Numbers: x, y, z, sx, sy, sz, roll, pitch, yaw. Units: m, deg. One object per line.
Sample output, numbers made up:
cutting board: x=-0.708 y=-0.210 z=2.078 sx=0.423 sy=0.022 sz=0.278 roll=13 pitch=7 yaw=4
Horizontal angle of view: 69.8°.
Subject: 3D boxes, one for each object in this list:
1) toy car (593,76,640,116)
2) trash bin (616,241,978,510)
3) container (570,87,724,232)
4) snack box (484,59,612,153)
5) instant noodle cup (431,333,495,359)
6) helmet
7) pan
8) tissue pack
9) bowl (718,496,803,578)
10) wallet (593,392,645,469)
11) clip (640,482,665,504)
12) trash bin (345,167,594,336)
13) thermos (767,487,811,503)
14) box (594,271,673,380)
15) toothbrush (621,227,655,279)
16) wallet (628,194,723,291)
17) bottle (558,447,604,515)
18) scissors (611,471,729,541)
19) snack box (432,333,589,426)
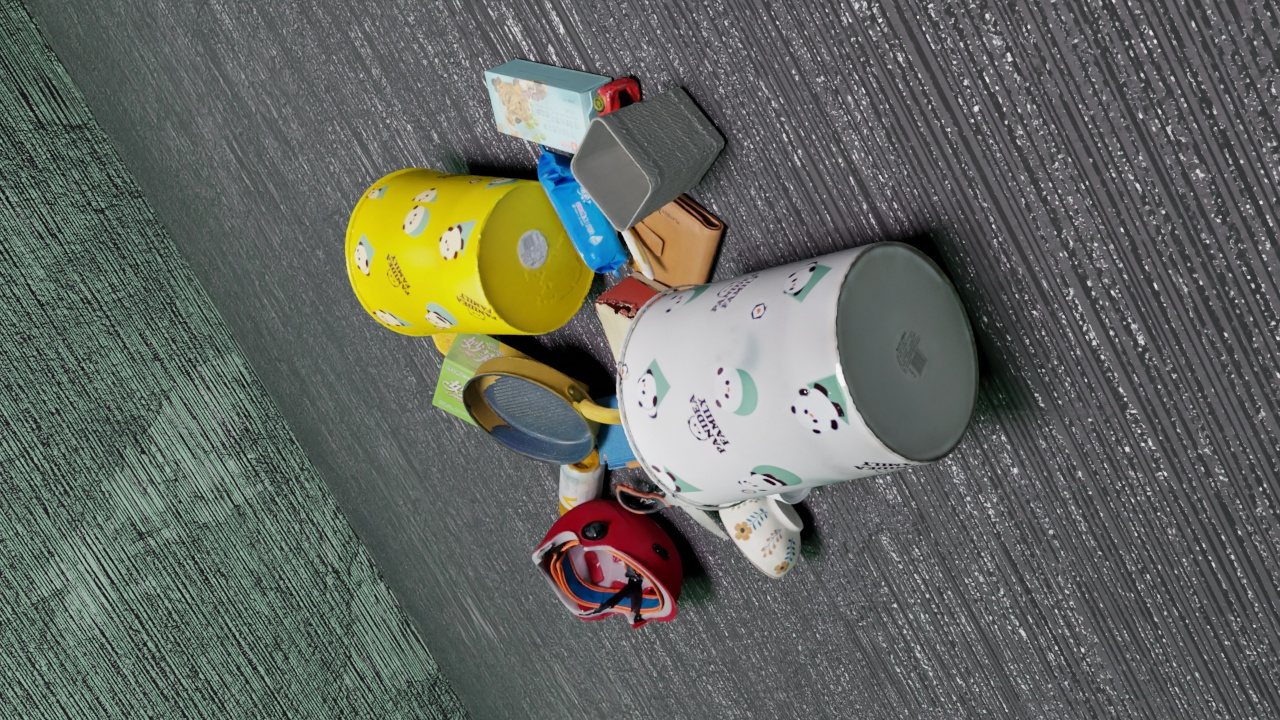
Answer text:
toy car: x=-0.019 y=-0.242 z=0.965 sx=0.031 sy=0.049 sz=0.106 roll=32 pitch=140 yaw=37
trash bin: x=0.141 y=0.013 z=0.827 sx=0.253 sy=0.228 sz=0.229 roll=-17 pitch=104 yaw=52
container: x=0.010 y=-0.200 z=0.900 sx=0.090 sy=0.114 sz=0.090 roll=52 pitch=148 yaw=7
snack box: x=-0.100 y=-0.285 z=1.031 sx=0.175 sy=0.051 sz=0.074 roll=26 pitch=137 yaw=40
instant noodle cup: x=-0.278 y=-0.061 z=1.422 sx=0.118 sy=0.118 sz=0.115 roll=38 pitch=152 yaw=27
helmet: x=-0.031 y=0.291 z=1.378 sx=0.241 sy=0.143 sz=0.207 roll=-3 pitch=131 yaw=34
pan: x=-0.098 y=0.069 z=1.209 sx=0.358 sy=0.078 sz=0.197 roll=-15 pitch=130 yaw=42
tissue pack: x=-0.067 y=-0.172 z=1.052 sx=0.157 sy=0.052 sz=0.095 roll=62 pitch=178 yaw=-29
bowl: x=0.153 y=0.196 z=1.095 sx=0.062 sy=0.113 sz=0.113 roll=-44 pitch=79 yaw=16
wallet: x=-0.016 y=0.094 z=1.256 sx=0.133 sy=0.040 sz=0.106 roll=-20 pitch=81 yaw=55
clip: x=0.015 y=0.198 z=1.339 sx=0.045 sy=0.027 sz=0.058 roll=46 pitch=148 yaw=2
trash bin: x=-0.210 y=-0.133 z=1.172 sx=0.256 sy=0.228 sz=0.230 roll=9 pitch=126 yaw=44
thermos: x=0.104 y=0.120 z=1.107 sx=0.225 sy=0.073 sz=0.073 roll=8 pitch=124 yaw=51
box: x=0.007 y=-0.009 z=1.081 sx=0.091 sy=0.080 sz=0.168 roll=32 pitch=151 yaw=41
toothbrush: x=-0.026 y=-0.173 z=1.031 sx=0.191 sy=0.016 sz=0.018 roll=63 pitch=147 yaw=16
wallet: x=0.036 y=-0.125 z=1.015 sx=0.108 sy=0.031 sz=0.132 roll=41 pitch=144 yaw=21
bottle: x=-0.095 y=0.210 z=1.457 sx=0.068 sy=0.067 sz=0.190 roll=40 pitch=145 yaw=25
scissors: x=0.035 y=0.179 z=1.271 sx=0.226 sy=0.015 sz=0.190 roll=56 pitch=134 yaw=18
snack box: x=-0.198 y=0.053 z=1.377 sx=0.210 sy=0.069 sz=0.158 roll=27 pitch=147 yaw=-4
